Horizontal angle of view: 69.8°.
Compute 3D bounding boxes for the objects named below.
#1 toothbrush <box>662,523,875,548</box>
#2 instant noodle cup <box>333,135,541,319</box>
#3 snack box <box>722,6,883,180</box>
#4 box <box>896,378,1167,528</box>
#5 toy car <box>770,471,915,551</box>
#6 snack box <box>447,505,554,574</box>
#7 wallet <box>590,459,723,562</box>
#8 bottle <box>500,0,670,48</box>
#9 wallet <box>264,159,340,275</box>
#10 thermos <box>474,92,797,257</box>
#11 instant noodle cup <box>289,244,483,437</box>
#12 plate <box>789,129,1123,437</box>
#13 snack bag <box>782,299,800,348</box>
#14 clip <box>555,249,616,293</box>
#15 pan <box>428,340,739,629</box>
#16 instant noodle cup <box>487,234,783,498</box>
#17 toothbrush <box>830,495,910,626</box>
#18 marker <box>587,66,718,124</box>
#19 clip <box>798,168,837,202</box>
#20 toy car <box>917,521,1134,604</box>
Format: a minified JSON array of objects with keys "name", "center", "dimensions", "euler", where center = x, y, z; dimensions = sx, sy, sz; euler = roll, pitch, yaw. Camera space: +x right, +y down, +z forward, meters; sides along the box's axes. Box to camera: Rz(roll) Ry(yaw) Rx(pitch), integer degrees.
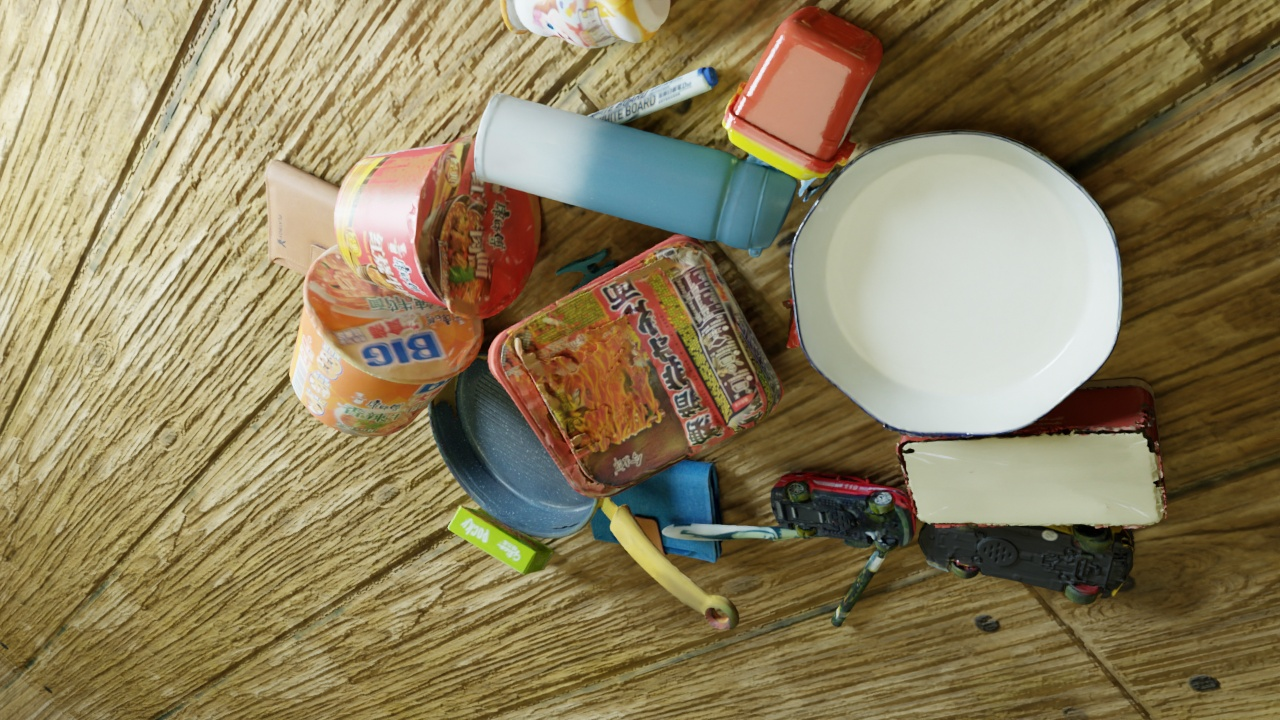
[{"name":"toothbrush","center":[0.113,0.155,0.810],"dimensions":[0.192,0.018,0.016],"euler":[-1,117,13]},{"name":"instant noodle cup","center":[-0.160,-0.107,0.716],"dimensions":[0.109,0.137,0.138],"euler":[10,128,32]},{"name":"snack box","center":[0.104,-0.165,0.560],"dimensions":[0.082,0.091,0.080],"euler":[30,124,4]},{"name":"box","center":[0.275,0.075,0.652],"dimensions":[0.169,0.078,0.091],"euler":[-6,119,31]},{"name":"toy car","center":[0.169,0.121,0.761],"dimensions":[0.121,0.045,0.053],"euler":[7,128,32]},{"name":"snack box","center":[-0.135,0.180,0.915],"dimensions":[0.086,0.026,0.156],"euler":[29,170,7]},{"name":"wallet","center":[0.010,0.134,0.861],"dimensions":[0.133,0.040,0.106],"euler":[6,121,24]},{"name":"bottle","center":[-0.037,-0.236,0.596],"dimensions":[0.108,0.063,0.063],"euler":[3,125,26]},{"name":"wallet","center":[-0.281,-0.111,0.836],"dimensions":[0.132,0.031,0.108],"euler":[26,129,10]},{"name":"thermos","center":[-0.003,-0.131,0.642],"dimensions":[0.220,0.070,0.070],"euler":[15,129,7]},{"name":"instant noodle cup","center":[-0.225,-0.013,0.787],"dimensions":[0.151,0.151,0.112],"euler":[38,130,-3]},{"name":"plate","center":[0.201,-0.049,0.602],"dimensions":[0.205,0.045,0.205],"euler":[11,117,21]},{"name":"snack bag","center":[0.155,-0.020,0.679],"dimensions":[0.105,0.026,0.045],"euler":[12,119,19]},{"name":"clip","center":[-0.044,-0.074,0.751],"dimensions":[0.056,0.014,0.041],"euler":[-24,110,37]},{"name":"pan","center":[-0.054,0.117,0.815],"dimensions":[0.357,0.078,0.198],"euler":[28,130,19]},{"name":"instant noodle cup","center":[-0.004,0.004,0.715],"dimensions":[0.189,0.079,0.164],"euler":[-28,110,7]},{"name":"toothbrush","center":[0.204,0.181,0.807],"dimensions":[0.012,0.017,0.186],"euler":[33,133,19]},{"name":"marker","center":[-0.010,-0.178,0.655],"dimensions":[0.146,0.016,0.017],"euler":[-12,117,33]},{"name":"clip","center":[0.115,-0.122,0.605],"dimensions":[0.028,0.056,0.024],"euler":[40,118,-6]},{"name":"toy car","center":[0.298,0.142,0.714],"dimensions":[0.156,0.041,0.071],"euler":[6,126,22]}]
